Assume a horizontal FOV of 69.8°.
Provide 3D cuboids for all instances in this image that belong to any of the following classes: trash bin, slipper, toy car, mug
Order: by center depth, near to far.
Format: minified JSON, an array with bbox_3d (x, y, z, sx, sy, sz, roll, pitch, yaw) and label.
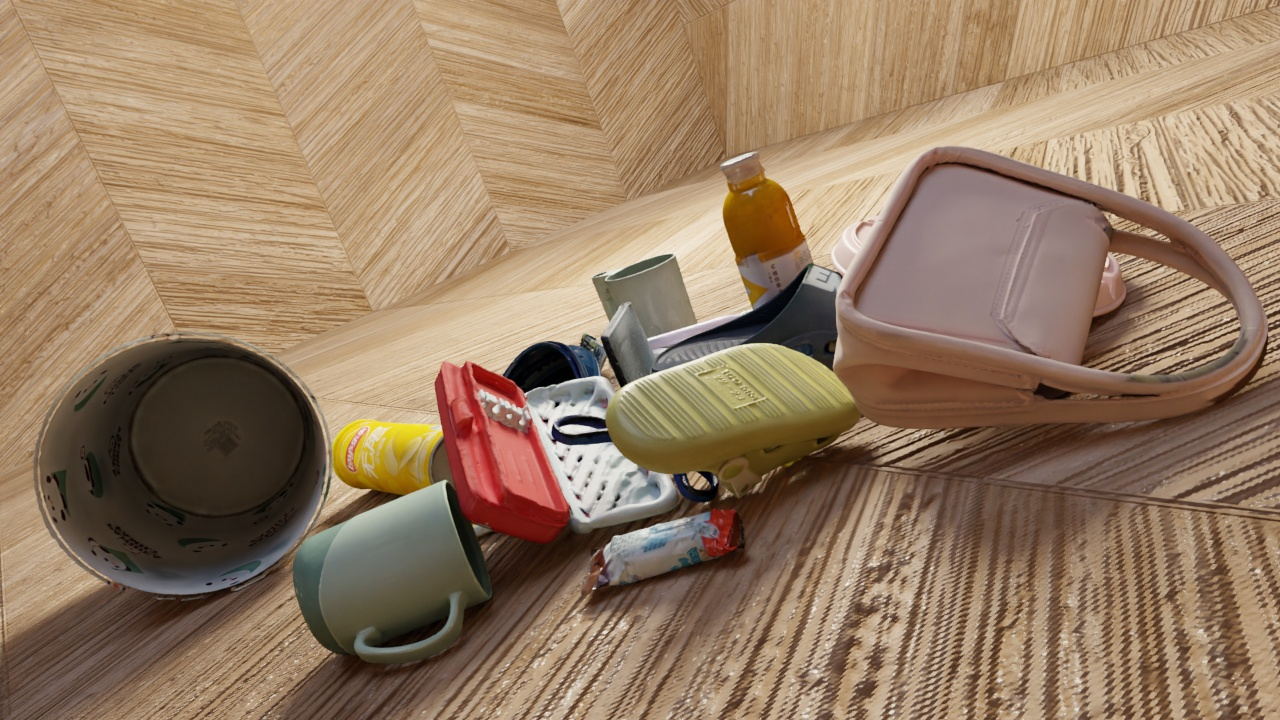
[{"bbox_3d":[-0.156,0.144,0.584,0.106,0.082,0.111,-22,44,-7],"label":"mug"},{"bbox_3d":[0.058,0.045,0.611,0.190,0.082,0.091,-10,43,-33],"label":"slipper"},{"bbox_3d":[0.126,-0.028,0.757,0.269,0.083,0.110,-10,22,21],"label":"slipper"},{"bbox_3d":[-0.093,0.034,0.865,0.105,0.095,0.252,-17,18,3],"label":"slipper"},{"bbox_3d":[-0.422,0.085,0.892,0.229,0.229,0.252,-25,10,-17],"label":"trash bin"},{"bbox_3d":[-0.057,0.000,1.040,0.049,0.031,0.105,-66,12,4],"label":"toy car"},{"bbox_3d":[0.004,-0.057,1.045,0.083,0.103,0.124,-32,17,-37],"label":"mug"}]

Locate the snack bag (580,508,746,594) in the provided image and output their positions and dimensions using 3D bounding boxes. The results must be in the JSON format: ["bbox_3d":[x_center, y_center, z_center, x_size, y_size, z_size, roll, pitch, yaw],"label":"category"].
[{"bbox_3d":[0.014,0.113,0.551,0.105,0.026,0.045,-18,23,14],"label":"snack bag"}]

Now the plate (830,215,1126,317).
[{"bbox_3d":[0.273,-0.085,0.750,0.229,0.028,0.229,1,25,-1],"label":"plate"}]

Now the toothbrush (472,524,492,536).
[{"bbox_3d":[-0.159,0.140,0.707,0.191,0.018,0.016,-21,16,-3],"label":"toothbrush"}]

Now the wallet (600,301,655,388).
[{"bbox_3d":[-0.005,0.005,0.836,0.019,0.097,0.120,-21,13,14],"label":"wallet"}]

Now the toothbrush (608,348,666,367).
[{"bbox_3d":[0.036,0.001,0.941,0.026,0.027,0.221,-6,5,-34],"label":"toothbrush"}]

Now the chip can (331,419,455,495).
[{"bbox_3d":[-0.215,0.093,0.856,0.071,0.072,0.214,-31,18,-36],"label":"chip can"}]

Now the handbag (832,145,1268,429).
[{"bbox_3d":[0.253,-0.037,0.569,0.234,0.093,0.192,12,53,27],"label":"handbag"}]

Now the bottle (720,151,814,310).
[{"bbox_3d":[0.122,-0.098,0.851,0.068,0.189,0.068,-20,14,5],"label":"bottle"}]

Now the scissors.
[{"bbox_3d":[0.008,0.057,0.679,0.162,0.012,0.176,9,21,-24],"label":"scissors"}]

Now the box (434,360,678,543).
[{"bbox_3d":[-0.071,0.062,0.688,0.160,0.060,0.201,6,24,-21],"label":"box"}]

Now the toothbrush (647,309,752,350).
[{"bbox_3d":[0.076,-0.033,0.958,0.189,0.021,0.029,-15,12,-18],"label":"toothbrush"}]
